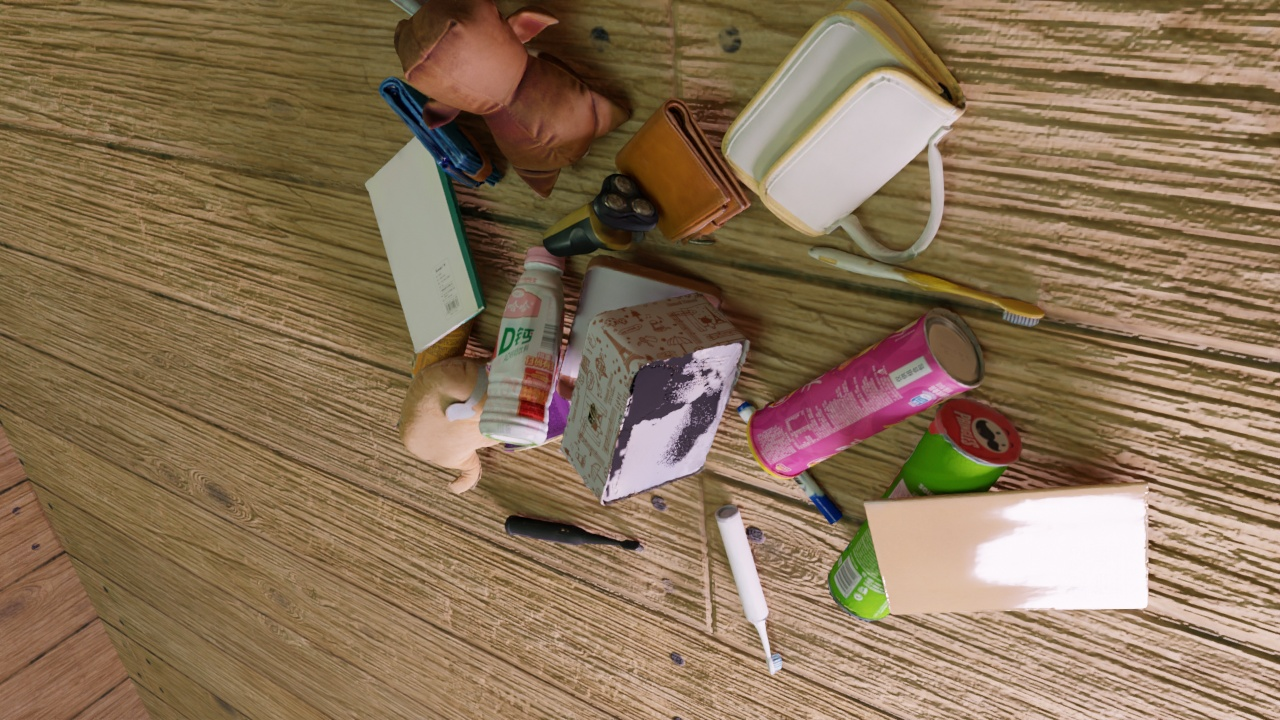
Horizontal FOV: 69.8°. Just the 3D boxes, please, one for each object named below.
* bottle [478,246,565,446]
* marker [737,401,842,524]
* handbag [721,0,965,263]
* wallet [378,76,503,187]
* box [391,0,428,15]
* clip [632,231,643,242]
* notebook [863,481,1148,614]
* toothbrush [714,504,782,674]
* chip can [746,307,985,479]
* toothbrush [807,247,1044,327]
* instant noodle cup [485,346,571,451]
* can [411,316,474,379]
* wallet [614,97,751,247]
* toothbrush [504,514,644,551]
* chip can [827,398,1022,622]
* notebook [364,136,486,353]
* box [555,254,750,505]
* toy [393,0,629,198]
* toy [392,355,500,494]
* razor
[{"bbox_3d":[-0.112,-0.016,0.916,0.068,0.068,0.196,-2,73,39],"label":"bottle"},{"bbox_3d":[0.145,0.099,0.894,0.146,0.016,0.017,50,135,0],"label":"marker"},{"bbox_3d":[0.164,-0.155,0.689,0.179,0.063,0.164,46,137,-1],"label":"handbag"},{"bbox_3d":[-0.187,-0.215,0.880,0.040,0.133,0.106,-41,88,7],"label":"wallet"},{"bbox_3d":[-0.216,-0.361,0.769,0.201,0.095,0.099,34,95,-21],"label":"box"},{"bbox_3d":[-0.019,-0.136,0.872,0.024,0.028,0.056,-39,81,43],"label":"clip"},{"bbox_3d":[0.300,0.158,0.753,0.208,0.008,0.148,-7,126,21],"label":"notebook"},{"bbox_3d":[0.122,0.257,1.008,0.027,0.026,0.221,-135,25,-67],"label":"toothbrush"},{"bbox_3d":[0.186,0.034,0.783,0.071,0.071,0.211,52,135,-2],"label":"chip can"},{"bbox_3d":[0.222,-0.061,0.733,0.191,0.016,0.018,20,136,26],"label":"toothbrush"},{"bbox_3d":[-0.113,0.034,0.995,0.112,0.111,0.099,-15,98,43],"label":"instant noodle cup"},{"bbox_3d":[-0.230,-0.029,1.073,0.058,0.058,0.146,37,134,13],"label":"can"},{"bbox_3d":[0.034,-0.148,0.779,0.119,0.035,0.131,51,161,-7],"label":"wallet"},{"bbox_3d":[-0.085,0.218,1.146,0.213,0.026,0.027,2,153,36],"label":"toothbrush"},{"bbox_3d":[0.240,0.138,0.805,0.072,0.072,0.237,34,133,16],"label":"chip can"},{"bbox_3d":[-0.235,-0.129,0.992,0.151,0.012,0.209,-25,79,45],"label":"notebook"},{"bbox_3d":[-0.006,0.004,0.872,0.168,0.150,0.182,47,137,35],"label":"box"},{"bbox_3d":[-0.114,-0.238,0.791,0.199,0.130,0.140,36,128,-27],"label":"toy"},{"bbox_3d":[-0.221,0.078,1.095,0.143,0.082,0.227,11,136,-18],"label":"toy"},{"bbox_3d":[-0.046,-0.128,0.854,0.168,0.062,0.067,-7,81,61],"label":"razor"}]
